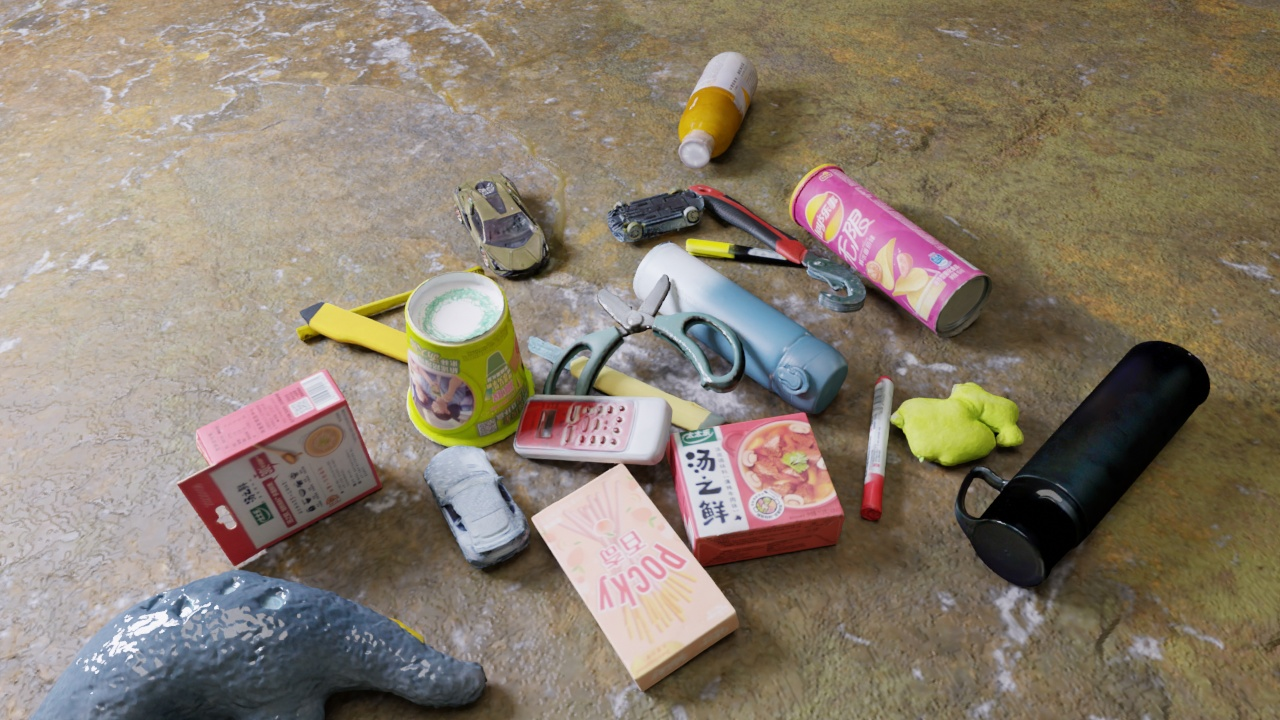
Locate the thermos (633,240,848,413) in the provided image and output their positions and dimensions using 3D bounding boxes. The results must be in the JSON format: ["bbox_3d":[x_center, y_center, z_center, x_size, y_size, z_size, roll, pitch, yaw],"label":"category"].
[{"bbox_3d":[0.088,-0.031,0.823,0.070,0.070,0.220,-34,52,-26],"label":"thermos"}]

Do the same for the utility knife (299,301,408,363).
[{"bbox_3d":[-0.223,-0.010,0.853,0.216,0.015,0.033,21,57,13],"label":"utility knife"}]

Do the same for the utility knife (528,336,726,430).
[{"bbox_3d":[-0.020,0.019,0.814,0.204,0.021,0.030,27,49,18],"label":"utility knife"}]

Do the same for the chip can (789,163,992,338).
[{"bbox_3d":[0.236,-0.109,0.887,0.071,0.071,0.210,-25,50,-20],"label":"chip can"}]

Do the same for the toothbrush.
[{"bbox_3d":[-0.242,-0.055,0.902,0.190,0.016,0.016,-21,55,-16],"label":"toothbrush"}]

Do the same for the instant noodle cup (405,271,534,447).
[{"bbox_3d":[-0.146,-0.006,0.764,0.111,0.124,0.111,2,52,-3],"label":"instant noodle cup"}]

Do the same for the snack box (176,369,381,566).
[{"bbox_3d":[-0.276,0.082,0.702,0.127,0.113,0.044,-28,52,-22],"label":"snack box"}]

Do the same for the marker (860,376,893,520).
[{"bbox_3d":[0.196,0.068,0.754,0.017,0.017,0.144,9,47,12],"label":"marker"}]

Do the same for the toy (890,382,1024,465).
[{"bbox_3d":[0.263,0.053,0.756,0.097,0.031,0.099,30,54,26],"label":"toy"}]

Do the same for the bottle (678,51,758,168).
[{"bbox_3d":[0.088,-0.292,1.075,0.068,0.068,0.189,11,48,14],"label":"bottle"}]

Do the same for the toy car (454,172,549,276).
[{"bbox_3d":[-0.146,-0.146,0.969,0.070,0.042,0.158,-22,51,-16],"label":"toy car"}]

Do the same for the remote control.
[{"bbox_3d":[-0.040,0.055,0.748,0.136,0.020,0.055,0,62,27],"label":"remote control"}]

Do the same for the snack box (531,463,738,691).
[{"bbox_3d":[-0.007,0.153,0.672,0.084,0.026,0.157,-30,50,-14],"label":"snack box"}]

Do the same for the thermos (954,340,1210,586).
[{"bbox_3d":[0.339,0.067,0.709,0.241,0.069,0.090,-34,58,-27],"label":"thermos"}]

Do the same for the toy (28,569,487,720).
[{"bbox_3d":[-0.288,0.214,0.603,0.356,0.091,0.137,-16,75,-10],"label":"toy"}]

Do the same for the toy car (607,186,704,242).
[{"bbox_3d":[0.017,-0.152,0.969,0.105,0.031,0.049,-17,48,-11],"label":"toy car"}]

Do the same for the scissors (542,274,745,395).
[{"bbox_3d":[-0.004,0.005,0.793,0.171,0.019,0.169,37,79,32],"label":"scissors"}]

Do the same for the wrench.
[{"bbox_3d":[0.133,-0.122,0.929,0.056,0.016,0.273,-15,40,-27],"label":"wrench"}]

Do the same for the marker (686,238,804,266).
[{"bbox_3d":[0.108,-0.108,0.935,0.124,0.015,0.018,9,40,8],"label":"marker"}]

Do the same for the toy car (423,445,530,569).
[{"bbox_3d":[-0.130,0.110,0.722,0.054,0.037,0.120,-25,46,-19],"label":"toy car"}]

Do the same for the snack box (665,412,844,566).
[{"bbox_3d":[0.084,0.090,0.720,0.113,0.044,0.127,-9,46,-5],"label":"snack box"}]
